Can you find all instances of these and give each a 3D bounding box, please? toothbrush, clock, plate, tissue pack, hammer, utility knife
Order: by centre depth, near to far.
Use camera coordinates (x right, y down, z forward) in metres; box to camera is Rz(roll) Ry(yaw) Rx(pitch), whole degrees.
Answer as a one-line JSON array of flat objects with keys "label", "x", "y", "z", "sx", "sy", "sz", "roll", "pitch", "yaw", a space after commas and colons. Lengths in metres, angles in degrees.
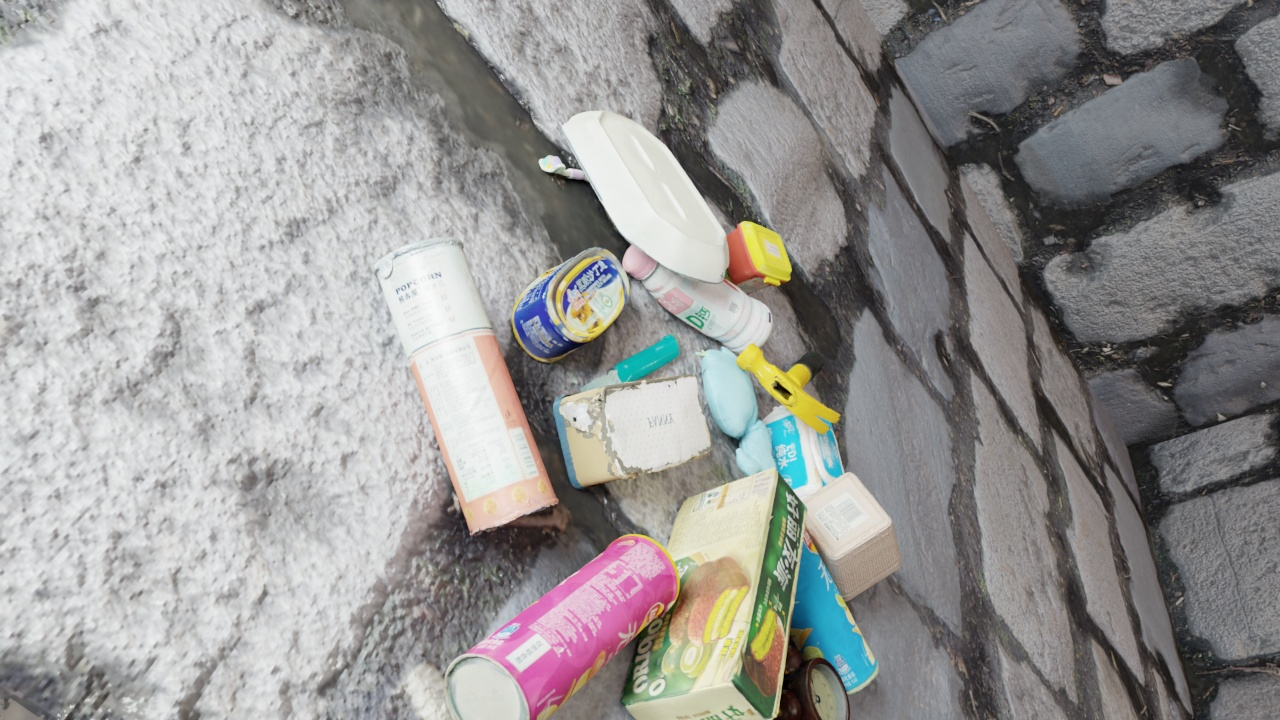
[{"label": "clock", "x": 0.155, "y": 0.328, "z": 0.895, "sx": 0.122, "sy": 0.055, "sz": 0.081, "roll": 42, "pitch": 38, "yaw": -29}, {"label": "utility knife", "x": -0.006, "y": 0.005, "z": 0.931, "sx": 0.215, "sy": 0.013, "sz": 0.029, "roll": -28, "pitch": 99, "yaw": -60}, {"label": "plate", "x": 0.013, "y": -0.189, "z": 0.999, "sx": 0.161, "sy": 0.034, "sz": 0.265, "roll": 10, "pitch": 41, "yaw": -42}, {"label": "toothbrush", "x": -0.045, "y": -0.206, "z": 1.022, "sx": 0.189, "sy": 0.029, "sz": 0.020, "roll": -6, "pitch": 115, "yaw": -58}, {"label": "tissue pack", "x": 0.201, "y": 0.123, "z": 1.101, "sx": 0.090, "sy": 0.063, "sz": 0.139, "roll": 25, "pitch": 49, "yaw": -46}, {"label": "hammer", "x": 0.196, "y": 0.019, "z": 1.128, "sx": 0.129, "sy": 0.033, "sz": 0.300, "roll": 44, "pitch": 16, "yaw": 8}]

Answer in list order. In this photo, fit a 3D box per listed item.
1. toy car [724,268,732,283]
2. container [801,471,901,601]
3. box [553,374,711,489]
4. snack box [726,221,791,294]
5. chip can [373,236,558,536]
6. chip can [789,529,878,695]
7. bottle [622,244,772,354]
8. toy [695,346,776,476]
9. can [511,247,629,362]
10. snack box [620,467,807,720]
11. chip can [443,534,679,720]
[{"label": "toy car", "x": 0.082, "y": -0.113, "z": 1.117, "sx": 0.036, "sy": 0.043, "sz": 0.091, "roll": 25, "pitch": 47, "yaw": -49}, {"label": "container", "x": 0.226, "y": 0.191, "z": 1.009, "sx": 0.090, "sy": 0.090, "sz": 0.111, "roll": 56, "pitch": -5, "yaw": 38}, {"label": "box", "x": 0.001, "y": 0.061, "z": 0.851, "sx": 0.184, "sy": 0.061, "sz": 0.089, "roll": -2, "pitch": 78, "yaw": -58}, {"label": "snack box", "x": 0.136, "y": -0.124, "z": 1.166, "sx": 0.091, "sy": 0.080, "sz": 0.082, "roll": 8, "pitch": 60, "yaw": -53}, {"label": "chip can", "x": -0.130, "y": 0.019, "z": 0.686, "sx": 0.071, "sy": 0.071, "sz": 0.214, "roll": -10, "pitch": 77, "yaw": -57}, {"label": "chip can", "x": 0.172, "y": 0.245, "z": 0.963, "sx": 0.210, "sy": 0.071, "sz": 0.071, "roll": 61, "pitch": 32, "yaw": -4}, {"label": "bottle", "x": 0.065, "y": -0.074, "z": 1.037, "sx": 0.196, "sy": 0.068, "sz": 0.068, "roll": 30, "pitch": 45, "yaw": -34}, {"label": "toy", "x": 0.106, "y": 0.055, "z": 1.022, "sx": 0.156, "sy": 0.050, "sz": 0.161, "roll": 55, "pitch": 23, "yaw": -29}, {"label": "can", "x": -0.062, "y": -0.054, "z": 0.859, "sx": 0.074, "sy": 0.049, "sz": 0.147, "roll": 56, "pitch": 33, "yaw": -11}, {"label": "snack box", "x": 0.071, "y": 0.207, "z": 0.804, "sx": 0.063, "sy": 0.115, "sz": 0.239, "roll": 51, "pitch": 34, "yaw": -22}, {"label": "chip can", "x": -0.050, "y": 0.199, "z": 0.676, "sx": 0.210, "sy": 0.072, "sz": 0.071, "roll": -23, "pitch": 87, "yaw": -58}]
